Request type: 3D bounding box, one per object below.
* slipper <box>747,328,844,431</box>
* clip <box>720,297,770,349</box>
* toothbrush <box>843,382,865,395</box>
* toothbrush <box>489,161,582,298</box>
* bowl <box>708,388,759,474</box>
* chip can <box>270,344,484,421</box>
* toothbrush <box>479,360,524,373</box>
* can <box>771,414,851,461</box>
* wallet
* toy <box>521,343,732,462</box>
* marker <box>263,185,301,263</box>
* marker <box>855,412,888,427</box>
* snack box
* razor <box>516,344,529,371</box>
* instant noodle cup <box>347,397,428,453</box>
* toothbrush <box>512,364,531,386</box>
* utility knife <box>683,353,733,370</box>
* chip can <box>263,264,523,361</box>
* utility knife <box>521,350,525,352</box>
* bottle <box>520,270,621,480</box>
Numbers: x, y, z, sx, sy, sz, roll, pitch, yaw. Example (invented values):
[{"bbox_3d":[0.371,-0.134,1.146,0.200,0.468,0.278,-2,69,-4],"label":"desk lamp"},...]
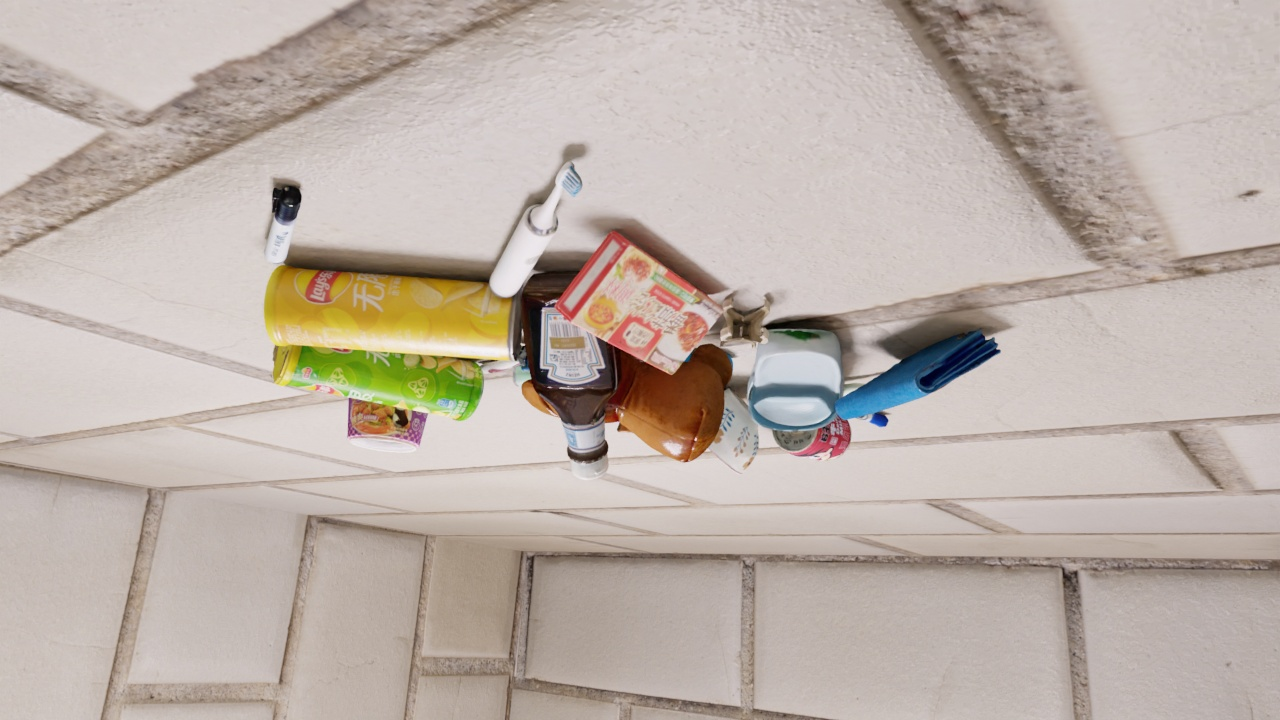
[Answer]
[{"bbox_3d":[0.160,0.034,0.944,0.104,0.074,0.245,3,160,8],"label":"slipper"},{"bbox_3d":[0.081,-0.031,0.833,0.080,0.034,0.105,5,171,-12],"label":"clip"},{"bbox_3d":[0.227,0.030,1.019,0.029,0.020,0.190,26,155,-36],"label":"toothbrush"},{"bbox_3d":[-0.079,-0.092,0.676,0.026,0.026,0.221,49,155,-2],"label":"toothbrush"},{"bbox_3d":[0.101,0.073,1.081,0.062,0.113,0.113,-44,148,9],"label":"bowl"},{"bbox_3d":[-0.280,0.014,1.001,0.221,0.072,0.073,14,161,-32],"label":"chip can"},{"bbox_3d":[-0.116,0.001,1.009,0.188,0.017,0.016,-11,161,39],"label":"toothbrush"},{"bbox_3d":[0.206,0.085,1.106,0.067,0.066,0.093,-8,166,35],"label":"can"},{"bbox_3d":[0.258,0.017,0.864,0.106,0.040,0.133,-26,178,-25],"label":"wallet"},{"bbox_3d":[-0.014,0.018,0.883,0.199,0.130,0.140,13,121,0],"label":"toy"},{"bbox_3d":[-0.279,-0.103,0.709,0.022,0.018,0.131,21,158,-21],"label":"marker"},{"bbox_3d":[0.252,0.059,1.109,0.145,0.016,0.017,19,158,-39],"label":"marker"},{"bbox_3d":[0.003,-0.042,0.743,0.025,0.075,0.152,44,-170,36],"label":"snack box"},{"bbox_3d":[-0.177,-0.015,0.970,0.143,0.022,0.042,7,-153,2],"label":"razor"},{"bbox_3d":[-0.301,0.055,1.099,0.111,0.099,0.112,3,162,1],"label":"instant noodle cup"},{"bbox_3d":[-0.038,0.015,1.022,0.225,0.027,0.026,-1,176,18],"label":"toothbrush"},{"bbox_3d":[-0.006,0.006,0.978,0.207,0.018,0.034,-2,165,11],"label":"utility knife"},{"bbox_3d":[-0.212,-0.040,0.804,0.213,0.072,0.072,4,163,0],"label":"chip can"},{"bbox_3d":[-0.161,-0.023,0.880,0.195,0.020,0.031,7,180,33],"label":"utility knife"},{"bbox_3d":[-0.055,0.017,0.803,0.080,0.043,0.195,0,121,10],"label":"bottle"}]
